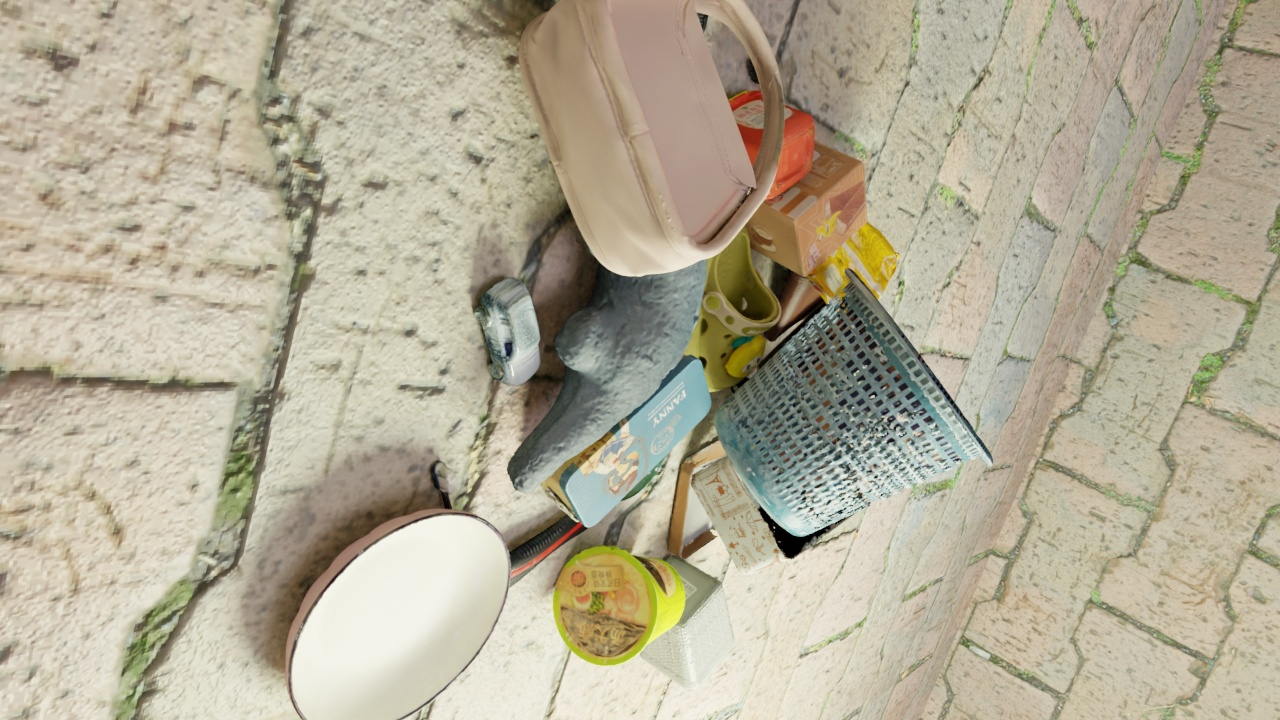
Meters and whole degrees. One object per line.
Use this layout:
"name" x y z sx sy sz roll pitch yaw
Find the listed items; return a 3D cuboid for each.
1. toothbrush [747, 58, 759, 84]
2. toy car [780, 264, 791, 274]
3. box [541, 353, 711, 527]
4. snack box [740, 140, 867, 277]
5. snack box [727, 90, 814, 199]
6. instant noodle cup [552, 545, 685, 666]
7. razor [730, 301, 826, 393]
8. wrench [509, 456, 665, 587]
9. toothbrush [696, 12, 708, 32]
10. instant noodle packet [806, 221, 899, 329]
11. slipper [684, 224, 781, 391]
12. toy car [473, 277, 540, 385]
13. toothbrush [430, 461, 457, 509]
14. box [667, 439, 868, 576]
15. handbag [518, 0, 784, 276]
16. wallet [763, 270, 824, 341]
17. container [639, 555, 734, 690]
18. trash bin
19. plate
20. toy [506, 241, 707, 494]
"toothbrush" 0.134 -0.228 0.894 0.014 0.016 0.189 -65 151 -15
"toy car" 0.183 -0.140 0.995 0.048 0.031 0.106 -14 137 -51
"box" -0.012 0.057 0.820 0.184 0.061 0.090 -43 144 -16
"snack box" 0.150 -0.151 0.880 0.094 0.093 0.077 -41 142 -17
"snack box" 0.103 -0.189 0.812 0.091 0.080 0.082 -37 137 -34
"instant noodle cup" -0.012 0.243 0.932 0.111 0.112 0.123 -66 156 2
"razor" 0.171 -0.007 1.031 0.167 0.062 0.068 -46 -174 -9
"wrench" -0.061 0.149 0.866 0.272 0.016 0.056 -34 137 -40
"toothbrush" 0.028 -0.205 0.760 0.016 0.014 0.189 -6 117 -44
"instant noodle packet" 0.214 -0.106 0.958 0.128 0.044 0.110 43 73 -38
"slipper" 0.089 -0.046 0.892 0.091 0.082 0.191 -30 131 -37
"toy car" -0.096 -0.020 0.696 0.042 0.034 0.091 -41 142 -36
"toothbrush" -0.149 0.153 0.755 0.015 0.018 0.181 -43 144 -41
"box" 0.124 0.157 1.064 0.181 0.152 0.178 -22 168 -42
"handbag" 0.037 -0.184 0.665 0.233 0.094 0.193 -37 112 -40
"wallet" 0.196 -0.080 1.036 0.124 0.032 0.101 -29 155 -37
"container" 0.048 0.298 1.059 0.090 0.090 0.114 -40 137 -33
"trash bin" 0.188 0.057 0.884 0.195 0.226 0.226 -36 149 12
"plate" -0.186 0.193 0.701 0.191 0.039 0.193 -28 132 -36
"toy" -0.008 -0.059 0.740 0.137 0.091 0.356 13 95 -43
